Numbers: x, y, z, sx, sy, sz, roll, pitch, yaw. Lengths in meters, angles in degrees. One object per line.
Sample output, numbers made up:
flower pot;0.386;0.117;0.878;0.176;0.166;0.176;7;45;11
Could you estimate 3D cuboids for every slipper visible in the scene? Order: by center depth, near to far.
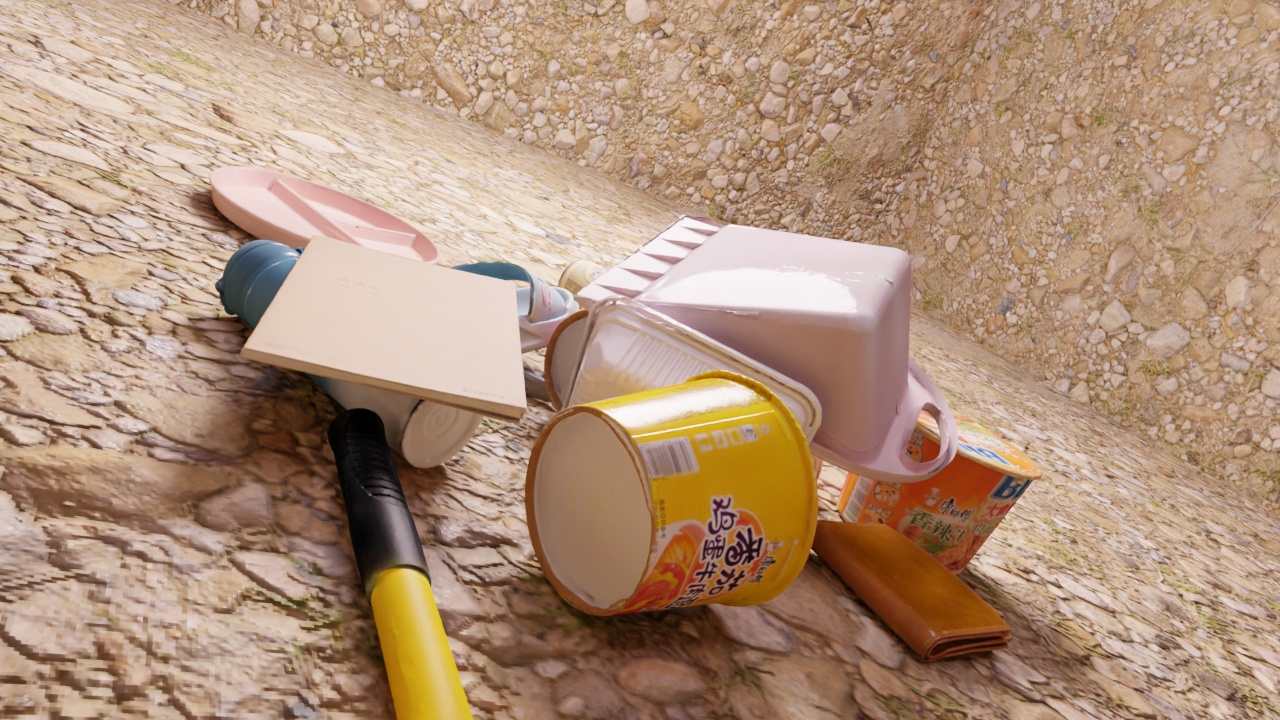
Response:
slipper;-0.131;-0.042;0.739;0.104;0.074;0.245;2;11;18

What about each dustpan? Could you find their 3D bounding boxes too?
dustpan;0.109;-0.007;0.713;0.274;0.139;0.221;11;28;26

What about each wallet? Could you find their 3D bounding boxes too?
wallet;0.199;0.163;0.672;0.119;0.035;0.130;13;20;-38

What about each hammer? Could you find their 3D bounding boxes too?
hammer;-0.105;0.102;0.405;0.128;0.033;0.300;16;17;-31

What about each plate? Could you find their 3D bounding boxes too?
plate;-0.314;-0.136;0.920;0.229;0.028;0.229;24;15;-7

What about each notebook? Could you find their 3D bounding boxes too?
notebook;-0.149;-0.028;0.578;0.149;0.012;0.211;14;21;-15

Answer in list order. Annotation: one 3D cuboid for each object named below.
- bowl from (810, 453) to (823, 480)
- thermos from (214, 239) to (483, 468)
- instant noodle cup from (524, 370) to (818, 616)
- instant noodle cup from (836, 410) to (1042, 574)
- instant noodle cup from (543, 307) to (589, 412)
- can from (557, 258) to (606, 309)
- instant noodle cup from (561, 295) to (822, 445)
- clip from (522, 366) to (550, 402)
bowl;0.113;0.065;0.816;0.116;0.066;0.116;23;14;-6
thermos;-0.195;-0.014;0.602;0.220;0.070;0.070;33;17;29
instant noodle cup;0.010;0.076;0.504;0.109;0.138;0.138;-2;29;-41
instant noodle cup;0.249;0.106;0.796;0.151;0.111;0.151;23;15;-6
instant noodle cup;-0.004;0.004;0.737;0.138;0.138;0.108;29;24;18
can;-0.038;-0.070;1.063;0.116;0.058;0.058;34;17;32
instant noodle cup;0.021;0.050;0.627;0.173;0.138;0.060;26;38;9
clip;-0.094;0.015;0.750;0.056;0.024;0.027;22;18;-25
